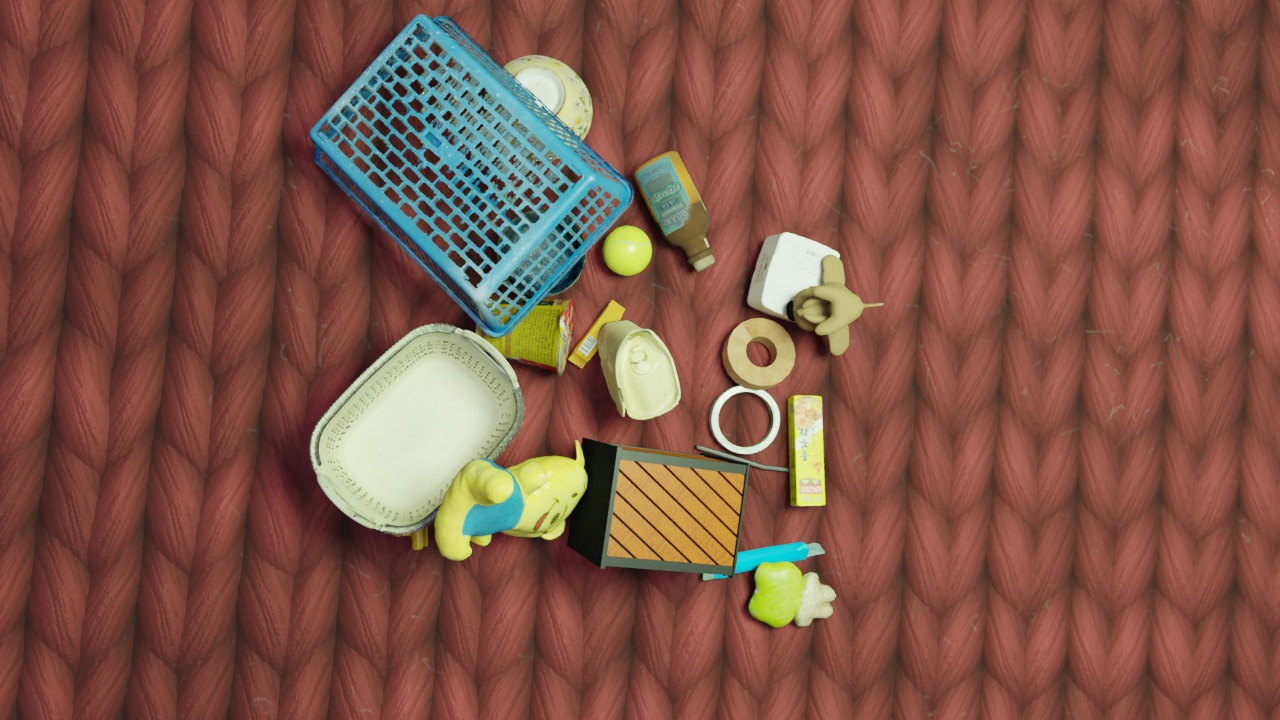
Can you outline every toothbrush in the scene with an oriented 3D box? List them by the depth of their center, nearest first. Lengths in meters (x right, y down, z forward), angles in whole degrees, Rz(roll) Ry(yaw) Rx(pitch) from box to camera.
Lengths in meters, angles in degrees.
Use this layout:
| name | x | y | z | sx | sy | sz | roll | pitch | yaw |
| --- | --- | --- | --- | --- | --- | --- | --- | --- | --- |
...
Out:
| name | x | y | z | sx | sy | sz | roll | pitch | yaw |
| --- | --- | --- | --- | --- | --- | --- | --- | --- | --- |
| toothbrush | 0.154 | 0.139 | 1.244 | 0.167 | 0.013 | 0.013 | 17 | 94 | -6 |

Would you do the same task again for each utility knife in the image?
| name | x | y | z | sx | sy | sz | roll | pitch | yaw |
| --- | --- | --- | --- | --- | --- | --- | --- | --- | --- |
| utility knife | 0.166 | 0.269 | 1.241 | 0.174 | 0.015 | 0.031 | -7 | 92 | -9 |

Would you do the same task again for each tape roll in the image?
| name | x | y | z | sx | sy | sz | roll | pitch | yaw |
| --- | --- | --- | --- | --- | --- | --- | --- | --- | --- |
| tape roll | 0.159 | -0.008 | 1.232 | 0.094 | 0.027 | 0.094 | 2 | 76 | -9 |
| tape roll | 0.141 | 0.080 | 1.242 | 0.094 | 0.018 | 0.094 | 0 | 88 | -7 |

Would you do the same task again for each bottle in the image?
| name | x | y | z | sx | sy | sz | roll | pitch | yaw |
| --- | --- | --- | --- | --- | --- | --- | --- | --- | --- |
| bottle | 0.052 | -0.192 | 1.214 | 0.068 | 0.068 | 0.157 | -27 | 91 | -7 |

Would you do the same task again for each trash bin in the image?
| name | x | y | z | sx | sy | sz | roll | pitch | yaw |
| --- | --- | --- | --- | --- | --- | --- | --- | --- | --- |
| trash bin | 0.019 | 0.181 | 1.144 | 0.171 | 0.140 | 0.139 | 9 | 87 | -20 |

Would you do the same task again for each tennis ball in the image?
| name | x | y | z | sx | sy | sz | roll | pitch | yaw |
| --- | --- | --- | --- | --- | --- | --- | --- | --- | --- |
| tennis ball | -0.018 | -0.144 | 1.205 | 0.065 | 0.065 | 0.065 | 0 | 88 | -7 |

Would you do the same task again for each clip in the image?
| name | x | y | z | sx | sy | sz | roll | pitch | yaw |
| --- | --- | --- | --- | --- | --- | --- | --- | --- | --- |
| clip | -0.295 | 0.216 | 1.184 | 0.047 | 0.047 | 0.054 | -2 | 89 | -42 |

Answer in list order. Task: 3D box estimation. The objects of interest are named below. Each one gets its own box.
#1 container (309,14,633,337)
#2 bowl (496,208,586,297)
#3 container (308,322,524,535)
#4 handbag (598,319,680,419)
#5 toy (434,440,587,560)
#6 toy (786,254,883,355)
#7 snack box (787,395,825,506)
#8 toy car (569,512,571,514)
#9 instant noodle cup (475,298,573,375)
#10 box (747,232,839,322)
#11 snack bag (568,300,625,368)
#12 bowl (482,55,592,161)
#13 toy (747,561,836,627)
| name | x | y | z | sx | sy | sz | roll | pitch | yaw |
| --- | --- | --- | --- | --- | --- | --- | --- | --- | --- |
| container | -0.221 | -0.239 | 1.116 | 0.362 | 0.089 | 0.257 | 44 | 92 | 10 |
| bowl | -0.130 | -0.136 | 1.194 | 0.114 | 0.061 | 0.114 | 0 | 87 | -8 |
| container | -0.267 | 0.085 | 1.119 | 0.185 | 0.143 | 0.251 | 43 | 76 | -2 |
| handbag | -0.007 | 0.007 | 1.171 | 0.081 | 0.119 | 0.111 | -19 | 105 | -7 |
| toy | -0.145 | 0.159 | 1.075 | 0.149 | 0.213 | 0.084 | -48 | 66 | 25 |
| toy | 0.242 | -0.067 | 1.164 | 0.106 | 0.108 | 0.134 | -6 | 96 | -1 |
| snack box | 0.223 | 0.122 | 1.234 | 0.040 | 0.029 | 0.148 | 1 | 80 | -8 |
| toy car | -0.089 | 0.175 | 1.202 | 0.112 | 0.041 | 0.048 | -10 | 96 | -24 |
| instant noodle cup | -0.149 | -0.037 | 1.179 | 0.112 | 0.100 | 0.100 | 7 | 87 | 3 |
| box | 0.200 | -0.110 | 1.247 | 0.102 | 0.095 | 0.107 | 17 | 90 | -19 |
| snack bag | -0.058 | -0.035 | 1.220 | 0.026 | 0.020 | 0.099 | 36 | 84 | -10 |
| bowl | -0.134 | -0.338 | 1.198 | 0.145 | 0.063 | 0.145 | 0 | 88 | -5 |
| toy | 0.204 | 0.315 | 1.229 | 0.117 | 0.043 | 0.092 | 10 | 96 | -8 |
